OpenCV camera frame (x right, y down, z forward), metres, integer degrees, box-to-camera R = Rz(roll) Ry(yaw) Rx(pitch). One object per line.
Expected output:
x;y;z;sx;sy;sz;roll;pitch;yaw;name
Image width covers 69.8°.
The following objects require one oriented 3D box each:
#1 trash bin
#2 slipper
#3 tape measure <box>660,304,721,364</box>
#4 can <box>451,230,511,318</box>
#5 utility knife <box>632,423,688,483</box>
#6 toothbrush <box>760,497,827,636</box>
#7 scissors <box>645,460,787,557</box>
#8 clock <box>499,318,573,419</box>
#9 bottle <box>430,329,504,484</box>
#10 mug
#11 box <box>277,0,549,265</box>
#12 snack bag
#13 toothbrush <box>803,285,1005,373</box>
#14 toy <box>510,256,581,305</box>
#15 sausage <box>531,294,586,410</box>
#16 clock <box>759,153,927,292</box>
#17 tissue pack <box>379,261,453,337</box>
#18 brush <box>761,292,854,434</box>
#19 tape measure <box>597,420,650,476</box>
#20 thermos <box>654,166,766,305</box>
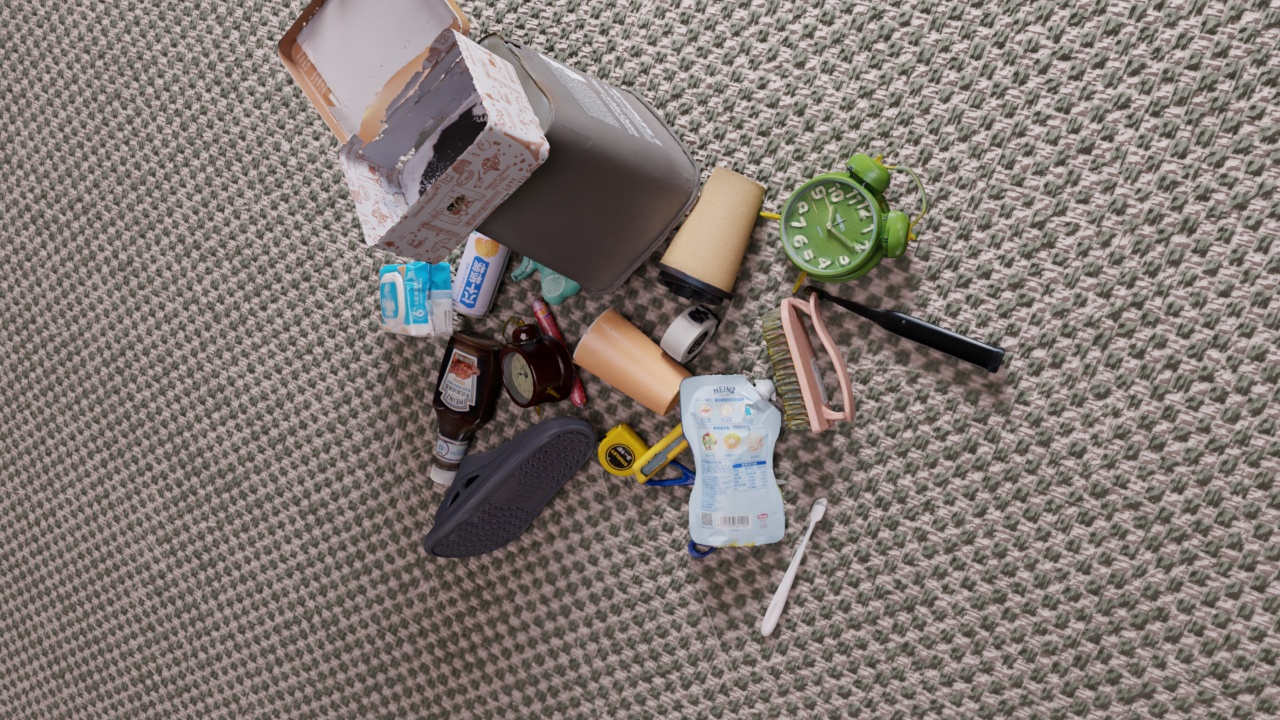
-0.091;-0.207;0.955;0.199;0.219;0.199;-46;59;19;trash bin
-0.164;0.145;1.121;0.269;0.110;0.083;-44;49;20;slipper
0.054;-0.029;1.019;0.033;0.066;0.066;40;108;16;tape measure
-0.190;-0.122;1.117;0.053;0.053;0.135;27;105;18;can
0.049;0.089;1.048;0.155;0.015;0.033;-42;110;14;utility knife
0.171;0.233;1.027;0.016;0.016;0.180;26;107;20;toothbrush
0.082;0.150;1.056;0.176;0.012;0.162;7;97;21;scissors
-0.130;0.004;1.092;0.122;0.055;0.082;60;141;15;clock
-0.226;0.062;1.158;0.080;0.044;0.195;22;104;23;bottle
-0.006;0.006;1.046;0.123;0.078;0.078;37;108;10;mug
-0.215;-0.243;0.846;0.178;0.106;0.272;-38;75;25;box
0.102;0.109;1.014;0.110;0.038;0.191;-3;95;11;snack bag
0.268;-0.038;0.951;0.213;0.027;0.026;23;112;20;toothbrush
-0.113;-0.108;1.102;0.097;0.030;0.092;-33;78;29;toy
-0.098;-0.011;1.109;0.020;0.020;0.156;-25;86;23;sausage
0.214;-0.145;0.946;0.161;0.056;0.116;-24;87;22;clock
-0.278;-0.076;1.127;0.140;0.063;0.090;6;99;58;tissue pack
0.178;0.003;0.974;0.073;0.063;0.145;-16;87;27;brush
-0.020;0.106;1.082;0.057;0.028;0.060;-41;99;22;tape measure
0.078;-0.131;0.991;0.093;0.093;0.143;26;96;18;thermos
